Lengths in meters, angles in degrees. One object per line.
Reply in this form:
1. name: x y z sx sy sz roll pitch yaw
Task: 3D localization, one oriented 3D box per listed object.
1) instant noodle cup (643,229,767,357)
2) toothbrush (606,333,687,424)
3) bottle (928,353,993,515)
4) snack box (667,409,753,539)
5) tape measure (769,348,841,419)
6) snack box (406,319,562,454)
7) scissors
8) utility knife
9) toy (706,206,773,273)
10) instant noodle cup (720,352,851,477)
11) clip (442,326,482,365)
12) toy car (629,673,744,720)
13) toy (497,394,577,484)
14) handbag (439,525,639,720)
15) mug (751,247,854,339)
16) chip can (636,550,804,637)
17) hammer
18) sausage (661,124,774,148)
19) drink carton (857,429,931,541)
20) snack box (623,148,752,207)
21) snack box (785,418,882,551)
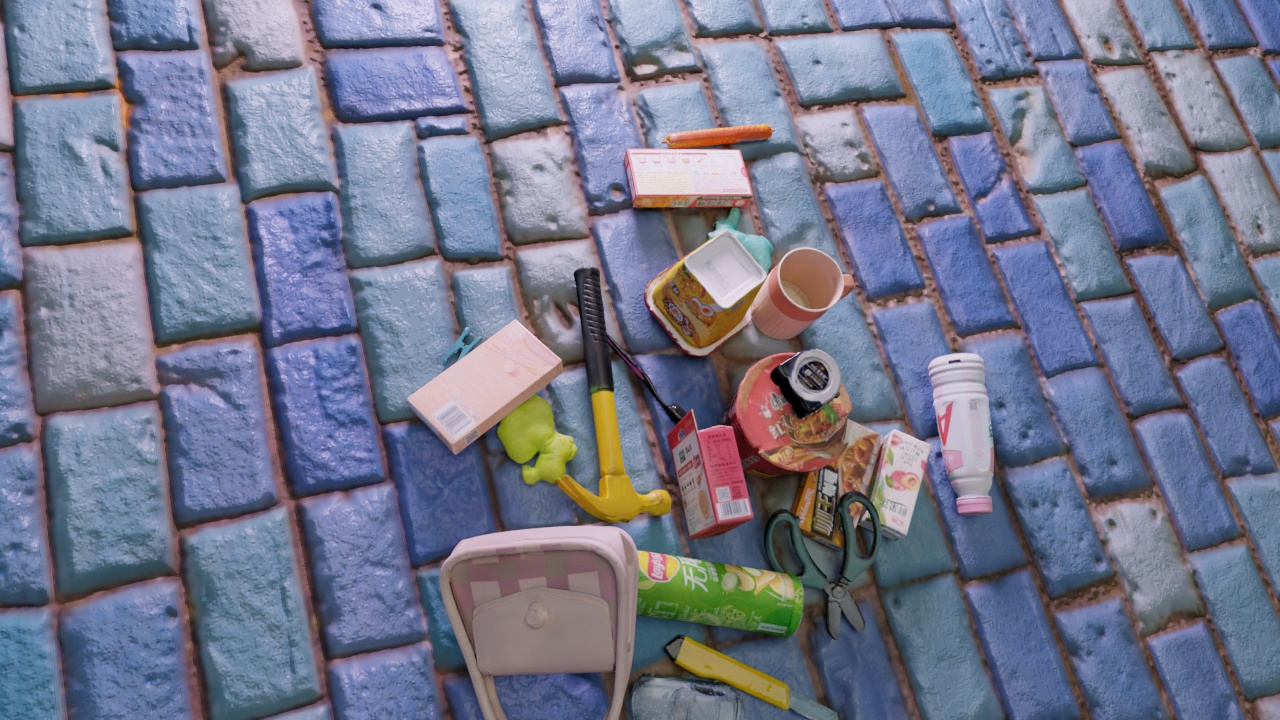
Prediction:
1. instant noodle cup: 0.082 -0.084 1.087 0.115 0.124 0.116 -37 83 -22
2. toothbrush: -0.006 0.006 1.095 0.189 0.014 0.017 49 51 6
3. bottle: 0.404 0.092 1.141 0.068 0.068 0.196 2 75 -14
4. snack box: 0.075 0.126 1.019 0.044 0.113 0.127 -7 73 -15
5. tape measure: 0.185 0.022 1.007 0.066 0.034 0.065 -30 83 -19
6. snack box: -0.172 0.027 1.024 0.157 0.026 0.084 -38 63 -23
7. scissors: 0.231 0.227 1.052 0.171 0.019 0.177 -34 90 -5
8. utility knife: 0.124 0.356 1.005 0.216 0.015 0.033 26 74 -2
9. toy: 0.129 -0.154 1.176 0.092 0.030 0.096 23 57 -8
10. instant noodle cup: 0.158 0.071 1.061 0.138 0.109 0.137 4 71 -13
11. clip: -0.206 -0.013 1.050 0.047 0.014 0.056 34 66 -3
12. toy car: 0.049 0.364 0.968 0.120 0.037 0.054 10 86 -7
13. toy: -0.119 0.089 1.028 0.100 0.031 0.096 28 68 -5
14. handbag: -0.093 0.285 0.912 0.193 0.093 0.234 -7 84 14
15. mug: 0.202 -0.081 1.126 0.114 0.106 0.081 -9 74 -17
16. chip can: 0.068 0.252 0.997 0.221 0.073 0.072 11 69 -10
17. hammer: -0.045 0.036 1.048 0.128 0.033 0.300 2 71 -30
18. sausage: 0.105 -0.299 1.222 0.165 0.021 0.021 -9 74 -17
19. drink carton: 0.305 0.151 1.106 0.053 0.046 0.122 23 67 0
20. snack box: 0.061 -0.235 1.180 0.155 0.027 0.077 -3 62 -15
21. snack box: 0.234 0.144 1.101 0.075 0.026 0.153 25 68 -4
